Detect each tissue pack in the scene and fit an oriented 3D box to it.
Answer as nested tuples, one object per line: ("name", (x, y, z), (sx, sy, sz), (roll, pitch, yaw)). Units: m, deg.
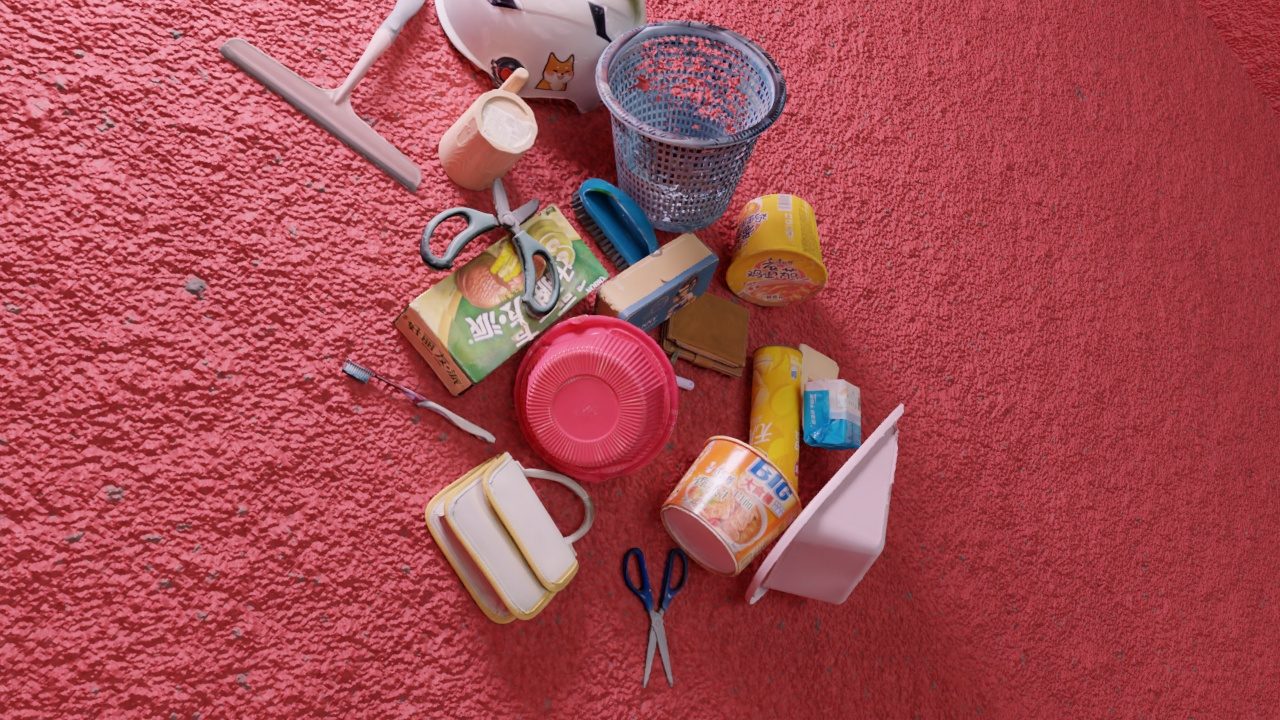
("tissue pack", (0.261, 0.076, 1.253), (0.140, 0.063, 0.090), (17, 72, -65))

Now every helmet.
("helmet", (-0.103, -0.451, 1.149), (0.273, 0.157, 0.229), (19, 66, -29))

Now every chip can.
("chip can", (0.182, 0.089, 1.240), (0.072, 0.072, 0.213), (18, 66, -29))

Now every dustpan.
("dustpan", (0.227, 0.192, 1.171), (0.139, 0.223, 0.272), (15, 48, 3))

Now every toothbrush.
("toothbrush", (-0.239, 0.049, 1.002), (0.187, 0.016, 0.017), (32, 69, -23))
("toothbrush", (-0.007, 0.007, 1.167), (0.189, 0.021, 0.029), (19, 69, -31))

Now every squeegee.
("squeegee", (-0.304, -0.365, 1.063), (0.247, 0.040, 0.249), (35, 59, -21))

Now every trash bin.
("trash bin", (0.052, -0.277, 1.155), (0.226, 0.195, 0.226), (3, 55, -4))

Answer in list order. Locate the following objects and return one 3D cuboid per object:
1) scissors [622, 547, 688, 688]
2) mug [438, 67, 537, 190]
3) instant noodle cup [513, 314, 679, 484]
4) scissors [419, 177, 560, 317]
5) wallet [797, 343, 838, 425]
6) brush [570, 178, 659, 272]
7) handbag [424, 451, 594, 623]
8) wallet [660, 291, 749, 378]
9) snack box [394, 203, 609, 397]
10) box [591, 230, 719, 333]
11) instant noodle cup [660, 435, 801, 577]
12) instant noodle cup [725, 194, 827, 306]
("scissors", (0.014, 0.300, 1.103), (0.157, 0.012, 0.165), (45, 58, -18))
("mug", (-0.174, -0.275, 1.084), (0.084, 0.104, 0.124), (27, 63, -25))
("instant noodle cup", (-0.055, 0.049, 1.023), (0.194, 0.194, 0.065), (61, 11, -5))
("scissors", (-0.168, -0.123, 1.020), (0.179, 0.019, 0.170), (-12, 82, -33))
("wallet", (0.254, 0.043, 1.330), (0.087, 0.024, 0.115), (26, 63, -28))
("brush", (-0.024, -0.173, 1.174), (0.144, 0.074, 0.055), (51, 50, -11))
("handbag", (-0.126, 0.179, 1.017), (0.178, 0.063, 0.163), (-38, 100, -39))
("wallet", (0.088, -0.037, 1.234), (0.130, 0.035, 0.118), (20, 66, -27))
("snack box", (-0.155, -0.073, 1.062), (0.239, 0.063, 0.114), (-42, 98, -35))
("box", (0.012, -0.084, 1.147), (0.183, 0.090, 0.059), (-37, 72, -26))
("instant noodle cup", (0.104, 0.183, 1.120), (0.111, 0.152, 0.151), (-44, 102, -26))
("instant noodle cup", (0.190, -0.157, 1.284), (0.138, 0.138, 0.109), (22, 56, -27))
